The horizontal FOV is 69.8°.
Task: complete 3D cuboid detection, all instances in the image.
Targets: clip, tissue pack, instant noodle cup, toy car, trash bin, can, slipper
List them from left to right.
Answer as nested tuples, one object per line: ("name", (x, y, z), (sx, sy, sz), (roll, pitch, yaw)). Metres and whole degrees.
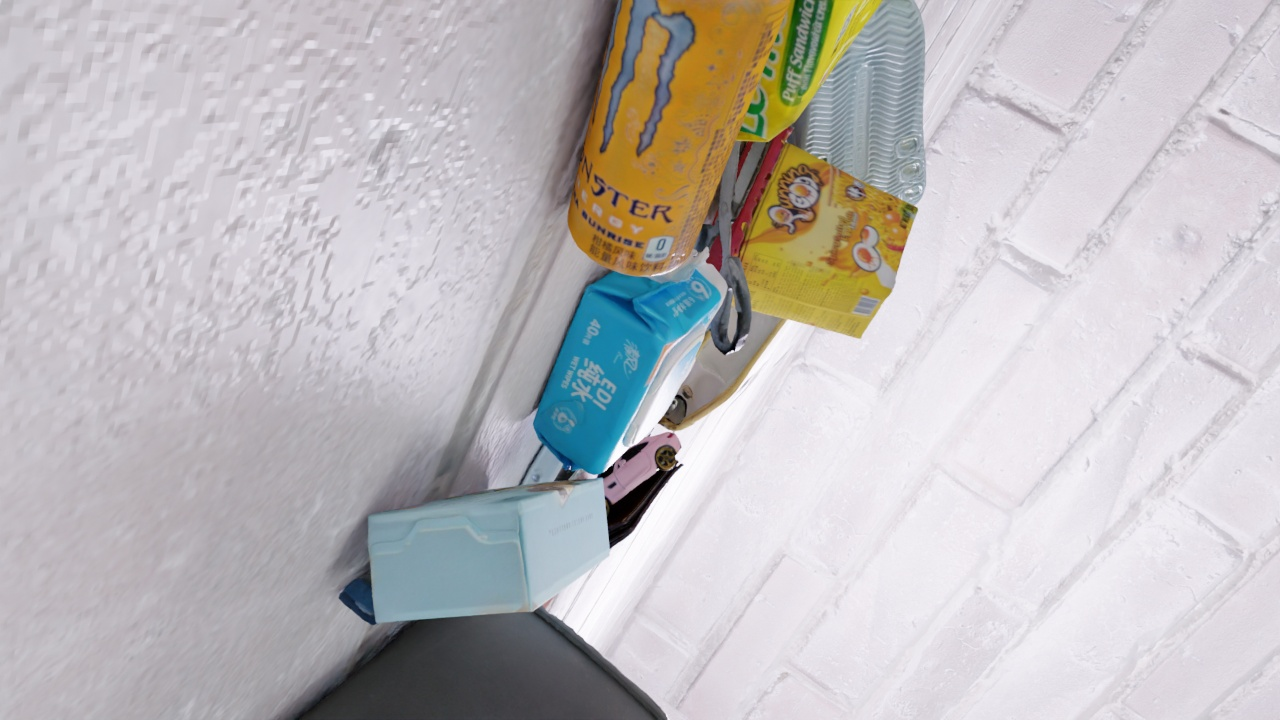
("clip", (-0.128, 0.112, 0.459), (0.029, 0.024, 0.056), (-56, 176, 20))
("trash bin", (-0.127, 0.273, 0.527), (0.219, 0.199, 0.199), (-20, 141, -60))
("toy car", (-0.019, 0.095, 0.743), (0.122, 0.037, 0.056), (-35, 180, -27))
("tissue pack", (-0.005, -0.001, 0.552), (0.089, 0.063, 0.140), (-40, 160, -53))
("can", (0.012, -0.100, 0.352), (0.058, 0.058, 0.146), (-48, 166, -38))
("instant noodle cup", (0.115, -0.081, 0.637), (0.116, 0.124, 0.116), (99, 13, -64))
("slipper", (0.153, -0.179, 0.670), (0.104, 0.074, 0.245), (-14, 150, 4))

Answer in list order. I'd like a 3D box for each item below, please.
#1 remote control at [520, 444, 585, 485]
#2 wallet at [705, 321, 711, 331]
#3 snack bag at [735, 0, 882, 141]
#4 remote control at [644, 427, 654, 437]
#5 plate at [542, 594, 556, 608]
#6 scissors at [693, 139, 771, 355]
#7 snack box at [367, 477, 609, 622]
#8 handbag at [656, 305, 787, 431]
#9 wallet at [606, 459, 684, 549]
("remote control", (-0.045, 0.067, 0.693), (0.058, 0.021, 0.149), (-60, 170, 17))
("wallet", (0.086, -0.090, 0.774), (0.133, 0.040, 0.106), (-61, 173, 14))
("snack bag", (0.087, -0.200, 0.369), (0.157, 0.068, 0.247), (-50, 169, -30))
("remote control", (0.005, 0.046, 0.843), (0.053, 0.024, 0.137), (-50, 169, -37))
("plate", (-0.098, 0.201, 0.838), (0.229, 0.028, 0.230), (-55, 170, -15))
("scissors", (0.050, -0.084, 0.553), (0.014, 0.159, 0.174), (-12, -179, -23))
("snack box", (-0.070, 0.094, 0.483), (0.174, 0.074, 0.051), (22, 62, -79))
("handbag", (0.066, 0.000, 0.924), (0.162, 0.063, 0.179), (-48, -178, -36))
("wallet", (-0.020, 0.128, 0.756), (0.097, 0.020, 0.122), (-33, -177, 28))
